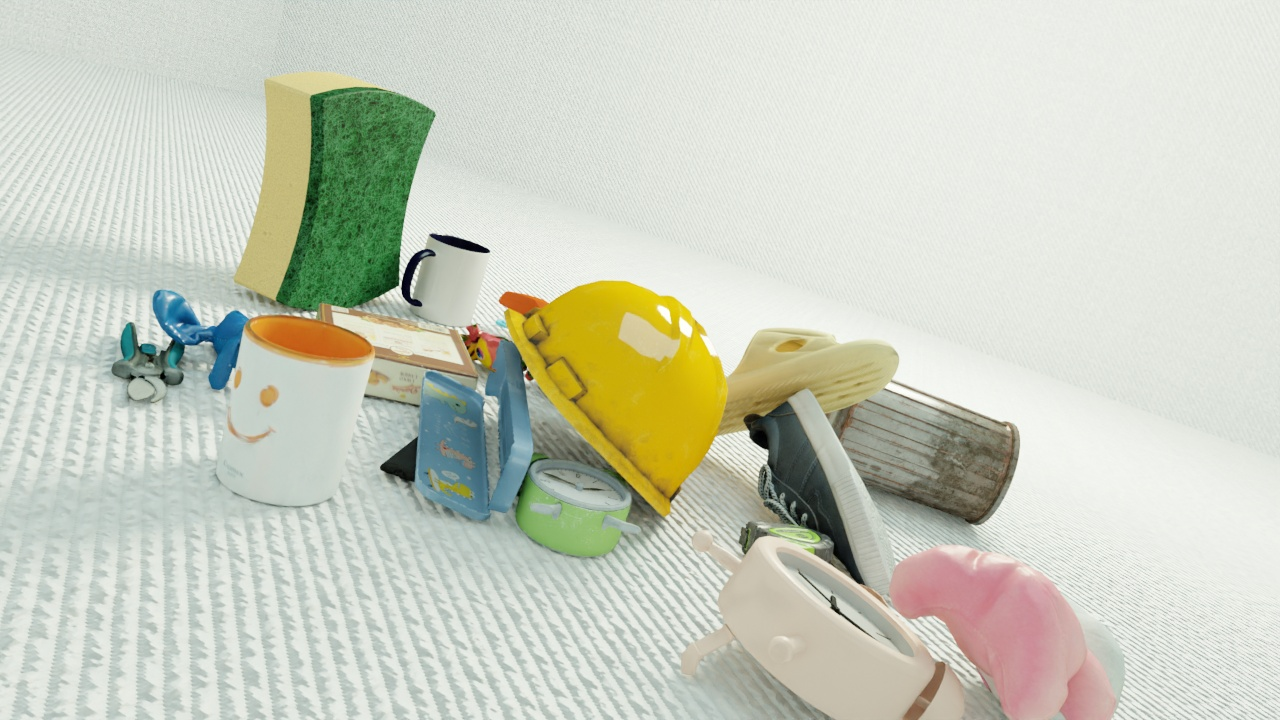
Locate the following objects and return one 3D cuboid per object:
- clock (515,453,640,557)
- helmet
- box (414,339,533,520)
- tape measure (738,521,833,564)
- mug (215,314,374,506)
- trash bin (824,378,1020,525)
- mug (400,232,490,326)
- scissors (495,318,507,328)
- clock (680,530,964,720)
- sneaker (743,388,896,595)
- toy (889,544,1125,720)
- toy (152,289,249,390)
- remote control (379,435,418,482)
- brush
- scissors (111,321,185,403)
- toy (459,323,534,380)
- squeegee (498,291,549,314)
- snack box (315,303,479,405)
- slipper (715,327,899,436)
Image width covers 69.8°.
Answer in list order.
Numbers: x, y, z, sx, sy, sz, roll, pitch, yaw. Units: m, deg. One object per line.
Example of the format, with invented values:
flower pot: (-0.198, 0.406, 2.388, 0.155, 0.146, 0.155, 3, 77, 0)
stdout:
clock: (-0.052, 0.106, 0.688, 0.094, 0.042, 0.119, 16, 14, -12)
helmet: (-0.005, 0.005, 0.789, 0.205, 0.131, 0.255, 49, 0, -32)
box: (-0.138, 0.044, 0.730, 0.079, 0.073, 0.210, 16, 20, -16)
tape measure: (0.121, 0.155, 0.738, 0.065, 0.036, 0.059, 8, 8, -26)
mug: (-0.230, 0.032, 0.611, 0.082, 0.105, 0.082, 17, 14, -5)
trash bin: (0.291, 0.089, 1.021, 0.211, 0.131, 0.130, 20, 14, 2)
mug: (-0.247, -0.100, 1.133, 0.079, 0.097, 0.111, 26, 16, 30)
scissors: (-0.137, -0.044, 1.249, 0.138, 0.015, 0.120, 19, 13, -26)
clock: (0.111, 0.178, 0.574, 0.160, 0.086, 0.131, 22, 11, -24)
sneaker: (0.154, 0.118, 0.823, 0.089, 0.087, 0.235, 55, 11, -36)
toy: (0.256, 0.187, 0.606, 0.213, 0.084, 0.142, 37, 5, -43)
toy: (-0.323, -0.010, 0.748, 0.176, 0.071, 0.112, 26, 5, 31)
remote control: (-0.167, 0.069, 0.739, 0.033, 0.015, 0.146, 19, 13, 3)
brush: (-0.338, -0.186, 1.027, 0.075, 0.250, 0.194, 23, 18, 17)
scissors: (-0.390, -0.002, 0.724, 0.150, 0.019, 0.130, 23, 16, 15)
toy: (-0.160, -0.010, 0.992, 0.103, 0.046, 0.084, 14, -7, 20)
squeegee: (-0.106, -0.035, 1.147, 0.185, 0.055, 0.249, 33, 19, 24)
snack box: (-0.239, -0.004, 0.881, 0.143, 0.041, 0.147, 12, 14, -23)
slipper: (0.128, 0.017, 0.940, 0.262, 0.079, 0.111, -16, -33, 11)
